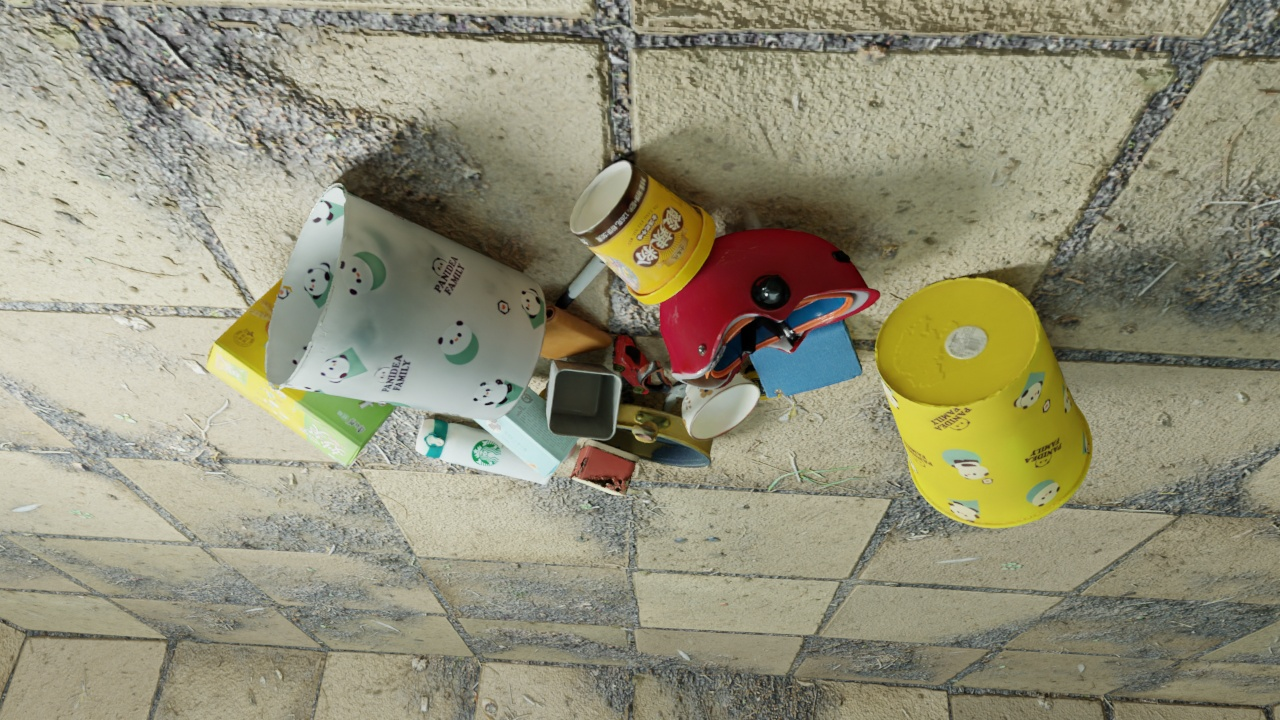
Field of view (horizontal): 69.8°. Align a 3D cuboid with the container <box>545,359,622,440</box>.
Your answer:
[{"bbox_3d":[-0.082,0.048,1.248,0.090,0.090,0.114,7,-172,-12],"label":"container"}]

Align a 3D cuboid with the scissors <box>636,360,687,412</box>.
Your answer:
[{"bbox_3d":[0.055,0.029,1.275,0.188,0.015,0.227,-6,149,-40],"label":"scissors"}]

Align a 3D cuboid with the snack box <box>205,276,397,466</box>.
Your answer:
[{"bbox_3d":[-0.394,0.005,1.132,0.210,0.157,0.070,38,139,-9],"label":"snack box"}]

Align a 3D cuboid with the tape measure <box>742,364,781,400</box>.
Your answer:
[{"bbox_3d":[0.170,0.028,1.290,0.057,0.028,0.060,-4,131,20],"label":"tape measure"}]

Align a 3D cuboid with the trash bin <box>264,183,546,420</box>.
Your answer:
[{"bbox_3d":[-0.261,-0.047,1.044,0.251,0.229,0.230,19,147,-34],"label":"trash bin"}]

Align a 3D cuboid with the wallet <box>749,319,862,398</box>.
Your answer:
[{"bbox_3d":[0.218,-0.002,1.214,0.133,0.040,0.106,-14,130,20],"label":"wallet"}]

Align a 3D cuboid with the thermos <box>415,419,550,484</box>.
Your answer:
[{"bbox_3d":[-0.255,0.148,1.504,0.224,0.073,0.073,16,147,-19],"label":"thermos"}]

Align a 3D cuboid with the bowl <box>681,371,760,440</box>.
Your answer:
[{"bbox_3d":[0.100,0.051,1.261,0.113,0.062,0.114,-25,147,-18],"label":"bowl"}]

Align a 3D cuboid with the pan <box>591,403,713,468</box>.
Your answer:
[{"bbox_3d":[0.011,0.109,1.314,0.198,0.078,0.358,13,163,4],"label":"pan"}]

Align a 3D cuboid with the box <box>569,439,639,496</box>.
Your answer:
[{"bbox_3d":[-0.061,0.180,1.461,0.091,0.080,0.168,21,170,-4],"label":"box"}]

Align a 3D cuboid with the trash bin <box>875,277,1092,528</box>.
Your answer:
[{"bbox_3d":[0.412,0.046,1.125,0.230,0.229,0.255,-12,140,25],"label":"trash bin"}]

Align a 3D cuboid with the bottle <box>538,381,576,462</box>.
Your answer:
[{"bbox_3d":[-0.127,0.089,1.390,0.068,0.067,0.190,6,146,-3],"label":"bottle"}]

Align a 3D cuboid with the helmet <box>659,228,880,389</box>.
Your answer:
[{"bbox_3d":[0.125,-0.075,1.013,0.240,0.144,0.207,-26,167,10],"label":"helmet"}]

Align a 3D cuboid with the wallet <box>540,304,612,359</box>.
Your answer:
[{"bbox_3d":[-0.115,-0.033,1.200,0.108,0.031,0.131,-14,158,29],"label":"wallet"}]

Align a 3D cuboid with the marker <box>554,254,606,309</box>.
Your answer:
[{"bbox_3d":[-0.071,-0.097,1.118,0.018,0.022,0.131,42,142,-6],"label":"marker"}]

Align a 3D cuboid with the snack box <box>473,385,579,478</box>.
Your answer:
[{"bbox_3d":[-0.172,0.081,1.298,0.175,0.074,0.052,40,129,-2],"label":"snack box"}]

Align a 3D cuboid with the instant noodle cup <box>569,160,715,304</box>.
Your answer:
[{"bbox_3d":[-0.002,-0.138,0.958,0.119,0.118,0.114,-25,130,39],"label":"instant noodle cup"}]

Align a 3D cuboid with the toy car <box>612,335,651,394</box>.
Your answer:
[{"bbox_3d":[-0.008,0.007,1.259,0.031,0.049,0.106,-8,146,23],"label":"toy car"}]
